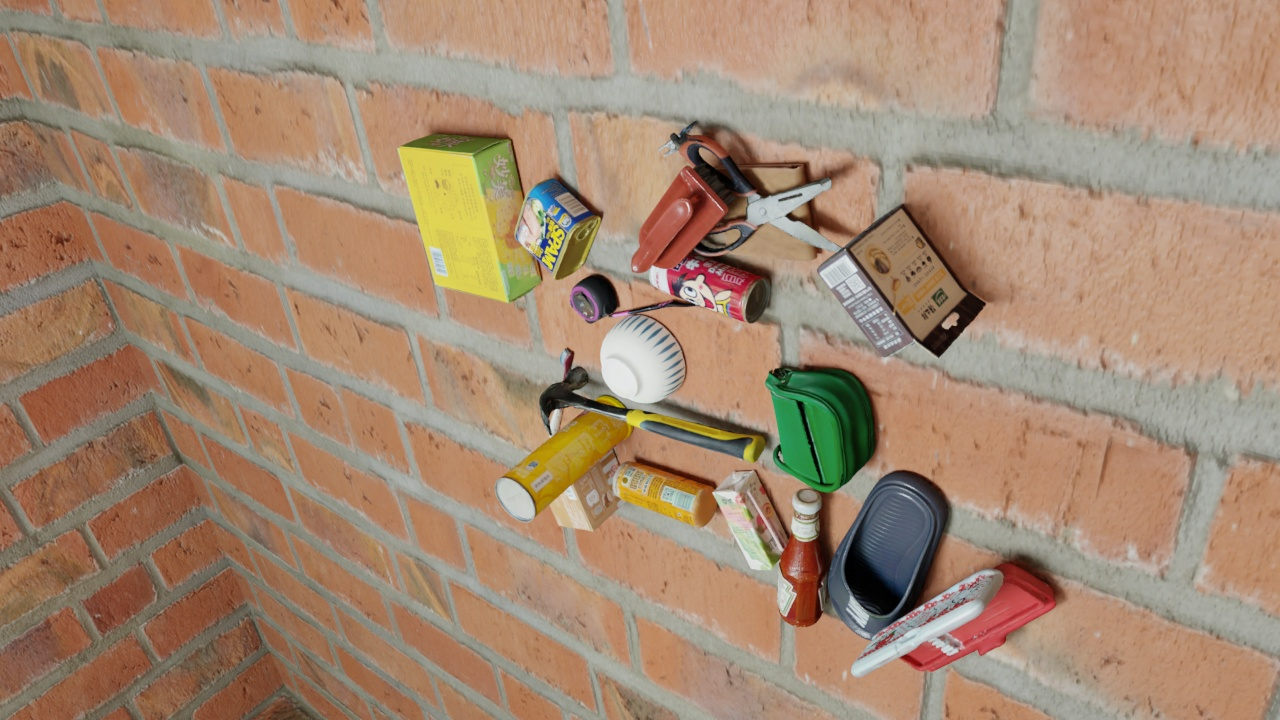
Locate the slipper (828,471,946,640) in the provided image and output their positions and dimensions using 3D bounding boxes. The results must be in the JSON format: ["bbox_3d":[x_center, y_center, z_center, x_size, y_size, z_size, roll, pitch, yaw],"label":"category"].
[{"bbox_3d":[0.271,0.244,1.071,0.111,0.083,0.269,32,135,26],"label":"slipper"}]

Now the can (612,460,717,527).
[{"bbox_3d":[0.033,0.184,1.272,0.146,0.058,0.058,14,127,37],"label":"can"}]

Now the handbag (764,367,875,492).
[{"bbox_3d":[0.197,0.073,1.034,0.120,0.067,0.131,19,131,44],"label":"handbag"}]

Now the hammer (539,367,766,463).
[{"bbox_3d":[0.006,0.080,1.195,0.324,0.125,0.032,13,126,29],"label":"hammer"}]

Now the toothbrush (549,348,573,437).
[{"bbox_3d":[-0.121,0.052,1.358,0.017,0.016,0.188,42,140,25],"label":"toothbrush"}]

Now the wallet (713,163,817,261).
[{"bbox_3d":[0.129,-0.156,0.963,0.115,0.020,0.101,10,124,42],"label":"wallet"}]

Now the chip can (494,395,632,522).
[{"bbox_3d":[-0.099,0.130,1.238,0.072,0.212,0.072,22,131,28],"label":"chip can"}]

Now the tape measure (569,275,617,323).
[{"bbox_3d":[-0.062,-0.079,1.186,0.057,0.039,0.058,-19,104,49],"label":"tape measure"}]

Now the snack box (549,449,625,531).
[{"bbox_3d":[-0.083,0.185,1.356,0.077,0.094,0.093,-2,117,45],"label":"snack box"}]

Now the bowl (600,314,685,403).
[{"bbox_3d":[-0.007,0.007,1.175,0.116,0.066,0.117,25,133,30],"label":"bowl"}]

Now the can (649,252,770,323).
[{"bbox_3d":[0.076,-0.087,1.036,0.133,0.053,0.053,23,132,31],"label":"can"}]

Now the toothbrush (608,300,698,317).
[{"bbox_3d":[0.023,-0.069,1.133,0.190,0.014,0.018,-6,103,47],"label":"toothbrush"}]

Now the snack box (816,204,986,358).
[{"bbox_3d":[0.241,-0.067,0.845,0.125,0.113,0.053,54,141,-1],"label":"snack box"}]

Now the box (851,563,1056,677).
[{"bbox_3d":[0.332,0.287,0.999,0.202,0.154,0.074,-50,43,41],"label":"box"}]

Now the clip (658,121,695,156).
[{"bbox_3d":[0.041,-0.235,0.986,0.058,0.026,0.043,-18,112,53],"label":"clip"}]

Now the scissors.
[{"bbox_3d":[0.110,-0.156,0.949,0.225,0.015,0.189,39,145,14],"label":"scissors"}]

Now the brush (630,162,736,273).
[{"bbox_3d":[0.035,-0.141,0.972,0.063,0.069,0.146,48,146,2],"label":"brush"}]

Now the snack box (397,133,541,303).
[{"bbox_3d":[-0.229,-0.194,1.239,0.158,0.069,0.210,15,127,37],"label":"snack box"}]

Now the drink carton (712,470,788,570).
[{"bbox_3d":[0.146,0.206,1.183,0.046,0.053,0.122,-13,109,47],"label":"drink carton"}]

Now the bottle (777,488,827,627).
[{"bbox_3d":[0.205,0.248,1.154,0.060,0.059,0.206,21,131,32],"label":"bottle"}]

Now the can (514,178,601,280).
[{"bbox_3d":[-0.107,-0.165,1.154,0.083,0.057,0.102,44,139,14],"label":"can"}]
